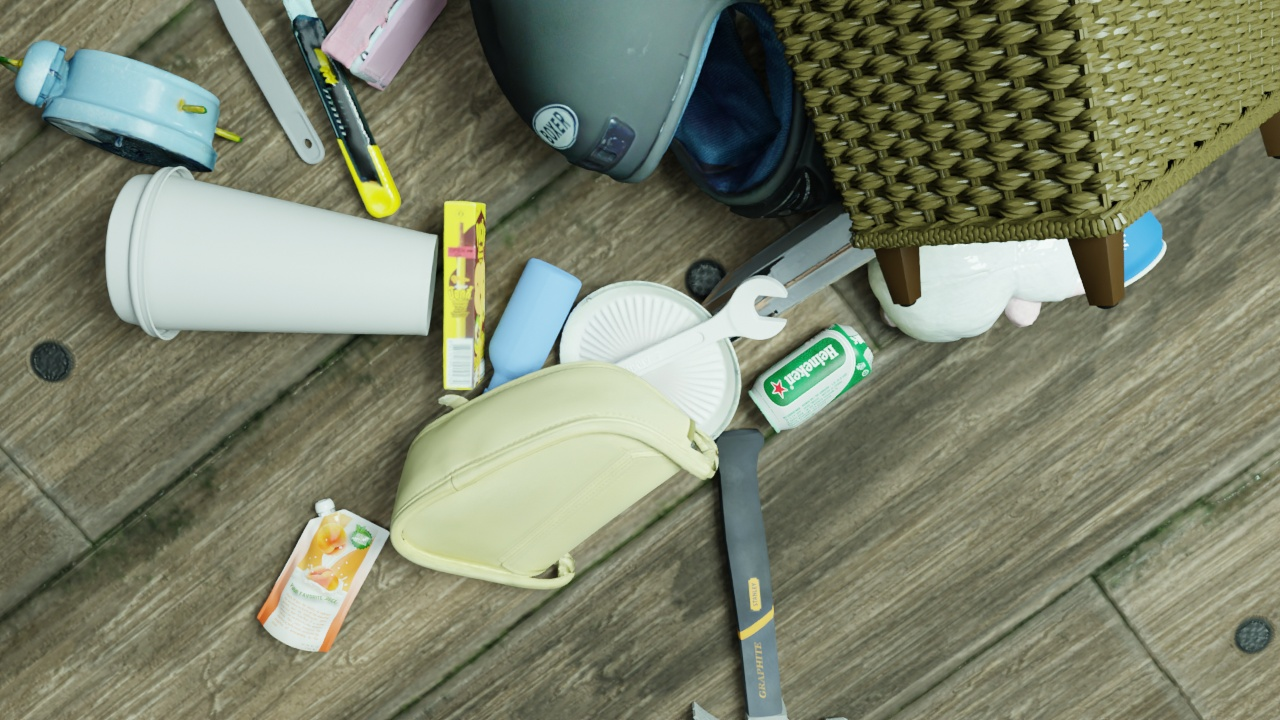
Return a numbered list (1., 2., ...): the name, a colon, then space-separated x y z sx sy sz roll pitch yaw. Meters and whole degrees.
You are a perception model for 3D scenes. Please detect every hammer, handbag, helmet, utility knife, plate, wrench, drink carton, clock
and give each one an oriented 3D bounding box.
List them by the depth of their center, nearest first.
1. helmet: 0.009 -0.237 0.620 0.235 0.249 0.316 -17 94 -21
2. clock: -0.395 -0.190 0.690 0.162 0.118 0.060 15 87 -10
3. utility knife: -0.241 -0.213 0.717 0.029 0.020 0.213 -19 111 1
4. wrench: -0.004 0.004 0.733 0.274 0.009 0.047 -25 105 25
5. handbag: -0.074 0.091 0.739 0.233 0.088 0.191 -38 125 22
6. plate: 0.007 0.007 0.753 0.157 0.014 0.157 9 117 19
7. drink carton: -0.276 0.186 0.800 0.069 0.039 0.122 29 92 -6
8. hammer: 0.106 0.213 0.811 0.139 0.035 0.312 -6 99 1

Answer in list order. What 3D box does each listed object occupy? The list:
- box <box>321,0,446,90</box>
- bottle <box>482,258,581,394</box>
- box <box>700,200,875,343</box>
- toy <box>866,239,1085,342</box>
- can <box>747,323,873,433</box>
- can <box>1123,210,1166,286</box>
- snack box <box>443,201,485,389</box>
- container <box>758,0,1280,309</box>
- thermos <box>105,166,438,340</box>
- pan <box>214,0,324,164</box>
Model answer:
1. box: -0.148 -0.309 0.688 0.037 0.098 0.233 38 95 -3
2. bottle: -0.097 -0.016 0.759 0.048 0.048 0.131 26 98 -5
3. box: 0.140 -0.084 0.693 0.217 0.081 0.063 -34 96 38
4. toy: 0.268 -0.080 0.717 0.180 0.101 0.139 -1 111 19
5. can: 0.143 0.014 0.767 0.101 0.053 0.053 -36 98 4
6. can: 0.345 -0.128 0.735 0.079 0.079 0.146 -41 98 5
7. snack box: -0.142 -0.054 0.745 0.025 0.061 0.149 2 100 -2
8. container: 0.255 -0.175 0.539 0.320 0.177 0.205 -30 111 -33
9. thermos: -0.275 -0.072 0.714 0.221 0.131 0.131 6 99 -10
10. pan: -0.338 -0.317 0.698 0.201 0.050 0.357 -21 115 13
